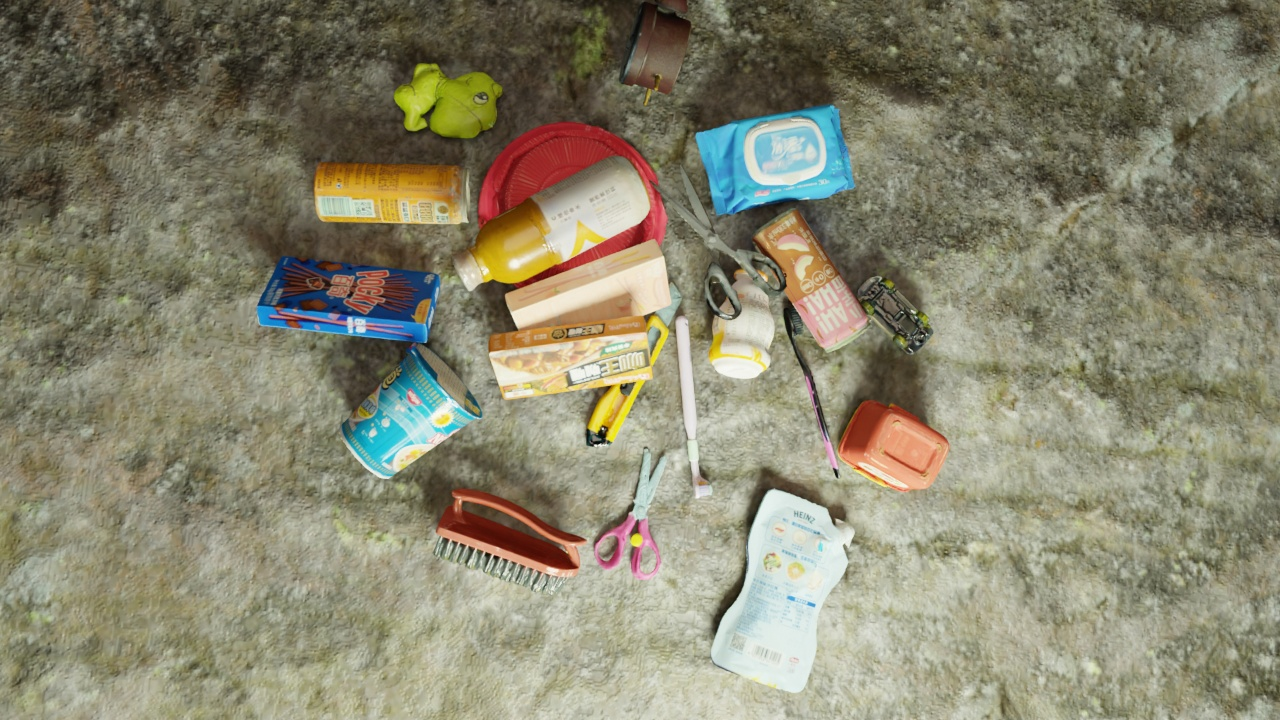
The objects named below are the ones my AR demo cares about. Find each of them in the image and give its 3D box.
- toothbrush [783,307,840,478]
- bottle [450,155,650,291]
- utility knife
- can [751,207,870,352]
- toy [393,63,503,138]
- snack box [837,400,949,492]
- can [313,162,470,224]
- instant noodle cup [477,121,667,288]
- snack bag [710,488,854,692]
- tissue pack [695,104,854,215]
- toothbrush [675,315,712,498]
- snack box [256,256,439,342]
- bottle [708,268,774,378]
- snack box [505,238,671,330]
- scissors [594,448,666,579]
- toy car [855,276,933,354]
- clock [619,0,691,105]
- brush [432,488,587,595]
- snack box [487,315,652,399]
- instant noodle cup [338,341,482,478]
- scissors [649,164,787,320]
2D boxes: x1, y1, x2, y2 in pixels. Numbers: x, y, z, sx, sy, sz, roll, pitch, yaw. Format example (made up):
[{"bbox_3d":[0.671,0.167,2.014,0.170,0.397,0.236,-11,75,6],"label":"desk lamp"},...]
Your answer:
[{"bbox_3d":[0.184,0.034,0.969,0.017,0.014,0.189,-17,91,-19],"label":"toothbrush"},{"bbox_3d":[-0.084,-0.123,0.853,0.189,0.068,0.068,-28,91,-6],"label":"bottle"},{"bbox_3d":[-0.006,0.006,0.948,0.033,0.015,0.193,28,85,-7],"label":"utility knife"},{"bbox_3d":[0.176,-0.083,0.949,0.058,0.058,0.147,-33,91,-6],"label":"can"},{"bbox_3d":[-0.193,-0.260,0.930,0.100,0.031,0.096,40,84,1],"label":"toy"},{"bbox_3d":[0.263,0.088,0.941,0.091,0.080,0.082,28,85,-4],"label":"snack box"},{"bbox_3d":[-0.244,-0.165,0.908,0.146,0.058,0.058,0,88,-6],"label":"can"},{"bbox_3d":[-0.067,-0.153,0.923,0.194,0.066,0.194,0,88,-7],"label":"instant noodle cup"},{"bbox_3d":[0.149,0.237,0.946,0.110,0.039,0.191,20,84,0],"label":"snack bag"},{"bbox_3d":[0.141,-0.209,0.952,0.157,0.052,0.095,-11,89,-6],"label":"tissue pack"},{"bbox_3d":[0.053,0.047,0.952,0.021,0.029,0.189,-8,87,31],"label":"toothbrush"},{"bbox_3d":[-0.280,-0.060,0.891,0.157,0.084,0.026,6,130,-6],"label":"snack box"},{"bbox_3d":[0.106,-0.039,0.939,0.063,0.063,0.108,12,74,-6],"label":"bottle"},{"bbox_3d":[-0.049,-0.060,0.911,0.157,0.084,0.026,-21,59,-5],"label":"snack box"},{"bbox_3d":[-0.010,0.154,0.946,0.077,0.017,0.137,6,83,3],"label":"scissors"},{"bbox_3d":[0.265,-0.048,0.968,0.090,0.035,0.042,45,83,-2],"label":"toy car"},{"bbox_3d":[0.018,-0.326,0.929,0.055,0.082,0.122,15,87,-10],"label":"clock"},{"bbox_3d":[-0.127,0.178,0.906,0.146,0.063,0.069,22,99,-6],"label":"brush"},{"bbox_3d":[-0.067,-0.002,0.905,0.154,0.075,0.026,-8,50,1],"label":"snack box"},{"bbox_3d":[-0.227,0.053,0.890,0.110,0.099,0.099,-41,92,3],"label":"instant noodle cup"},{"bbox_3d":[0.075,-0.115,0.918,0.159,0.014,0.170,17,65,-11],"label":"scissors"}]
